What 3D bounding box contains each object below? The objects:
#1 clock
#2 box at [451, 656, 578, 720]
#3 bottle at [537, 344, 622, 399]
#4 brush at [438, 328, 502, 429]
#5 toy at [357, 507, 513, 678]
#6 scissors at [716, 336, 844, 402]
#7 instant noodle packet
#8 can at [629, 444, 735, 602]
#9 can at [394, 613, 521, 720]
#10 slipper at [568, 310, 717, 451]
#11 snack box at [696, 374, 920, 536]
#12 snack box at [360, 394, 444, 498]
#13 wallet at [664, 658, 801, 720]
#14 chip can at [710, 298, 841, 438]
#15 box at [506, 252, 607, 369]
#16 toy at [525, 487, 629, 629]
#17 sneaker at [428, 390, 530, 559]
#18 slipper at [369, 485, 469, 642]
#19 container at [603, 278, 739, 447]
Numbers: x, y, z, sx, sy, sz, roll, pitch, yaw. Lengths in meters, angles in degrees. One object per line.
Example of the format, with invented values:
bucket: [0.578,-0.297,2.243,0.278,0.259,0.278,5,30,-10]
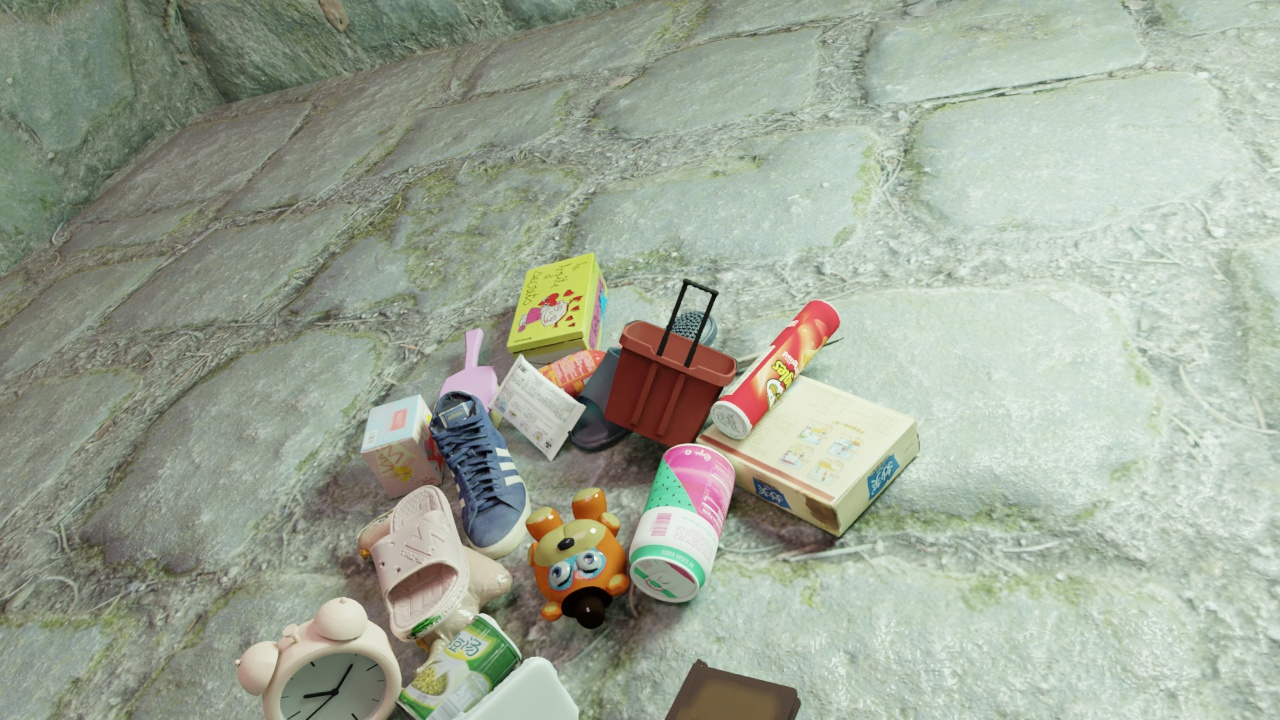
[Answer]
clock: [-0.316,0.319,0.933,0.131,0.160,0.086,-30,36,-12]
box: [-0.163,0.370,0.864,0.210,0.130,0.106,-35,24,-29]
bottle: [-0.084,0.018,1.295,0.137,0.062,0.062,-23,36,-5]
brush: [-0.250,0.033,1.373,0.089,0.043,0.228,-16,36,6]
toy: [-0.270,0.256,1.077,0.265,0.065,0.195,10,41,37]
scissors: [0.160,0.005,1.201,0.180,0.015,0.196,1,36,49]
instant noodle packet: [-0.142,0.062,1.240,0.134,0.026,0.087,36,98,29]
can: [0.047,0.174,1.004,0.088,0.088,0.165,-3,39,23]
can: [-0.185,0.325,0.940,0.067,0.067,0.120,18,51,41]
slipper: [-0.007,0.007,1.238,0.263,0.082,0.101,-43,40,-16]
snack box: [0.191,0.098,1.058,0.153,0.055,0.207,-39,38,-25]
snack box: [-0.321,0.117,1.254,0.079,0.095,0.092,-16,35,5]
wallet: [0.081,0.329,0.849,0.116,0.018,0.091,5,44,34]
chip can: [0.166,0.006,1.100,0.052,0.052,0.214,15,47,39]
box: [-0.123,-0.069,1.411,0.124,0.083,0.220,-11,38,14]
toy: [-0.067,0.220,1.009,0.112,0.096,0.176,-24,47,0]
sneaker: [-0.208,0.128,1.163,0.091,0.118,0.232,-21,36,0]
slipper: [-0.251,0.206,1.024,0.094,0.064,0.239,-30,30,0]
container: [0.046,-0.007,1.109,0.148,0.201,0.126,23,16,6]
